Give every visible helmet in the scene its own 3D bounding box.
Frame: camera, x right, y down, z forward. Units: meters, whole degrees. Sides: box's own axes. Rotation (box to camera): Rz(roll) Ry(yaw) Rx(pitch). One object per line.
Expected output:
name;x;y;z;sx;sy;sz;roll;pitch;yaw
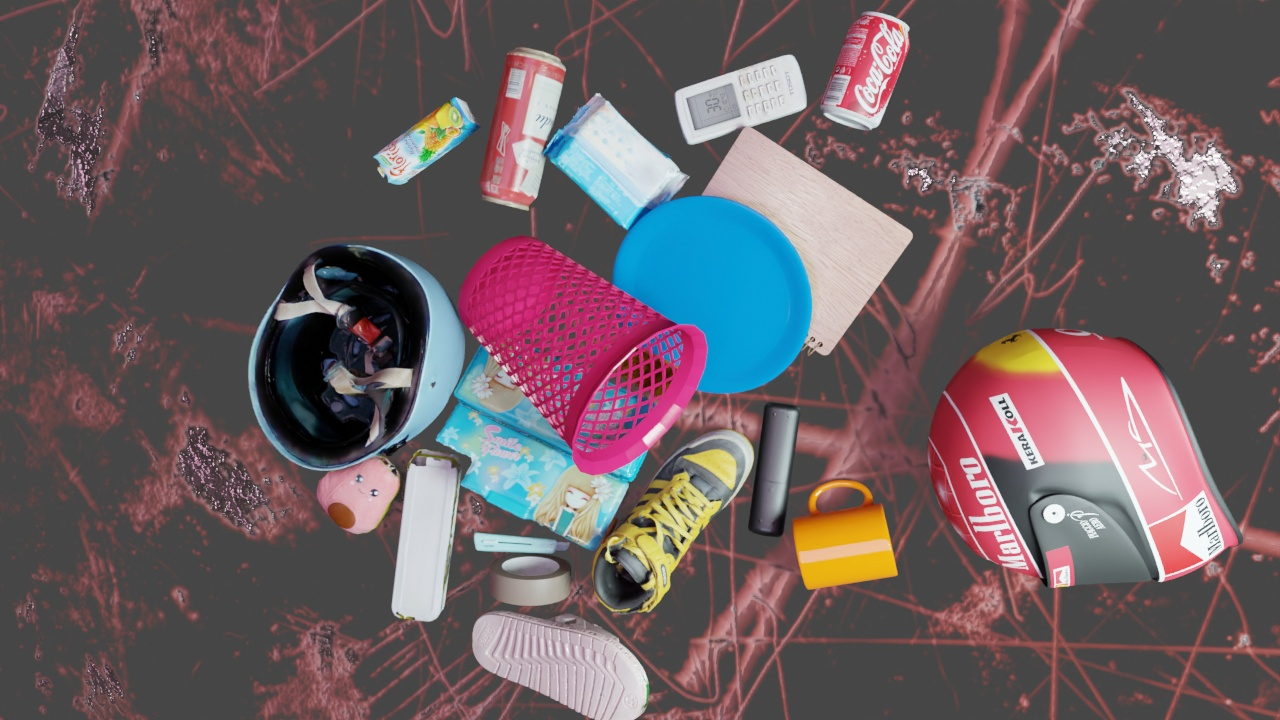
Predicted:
helmet;-0.308;0.003;1.034;0.266;0.166;0.225;-42;75;15
helmet;0.398;0.104;0.878;0.225;0.197;0.271;-26;98;13

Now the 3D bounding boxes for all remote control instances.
remote control;0.149;0.123;1.024;0.041;0.020;0.152;8;96;10
remote control;0.107;-0.280;0.989;0.139;0.025;0.060;-15;92;13

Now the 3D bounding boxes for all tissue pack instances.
tissue pack;-0.027;-0.215;1.007;0.144;0.061;0.093;43;102;2

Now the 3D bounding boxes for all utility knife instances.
utility knife;-0.142;0.221;1.101;0.120;0.015;0.022;1;71;10

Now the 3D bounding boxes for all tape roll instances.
tape roll;-0.127;0.252;1.060;0.094;0.093;0.030;4;96;12

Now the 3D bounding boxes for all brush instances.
brush;-0.006;0.006;1.041;0.126;0.017;0.048;28;119;10

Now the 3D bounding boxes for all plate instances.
plate;0.077;-0.070;0.995;0.224;0.024;0.225;10;117;20

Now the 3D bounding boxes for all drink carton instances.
drink carton;-0.248;-0.252;1.063;0.129;0.038;0.044;-31;88;14

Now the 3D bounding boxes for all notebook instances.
notebook;0.156;-0.123;0.989;0.210;0.022;0.169;35;106;7

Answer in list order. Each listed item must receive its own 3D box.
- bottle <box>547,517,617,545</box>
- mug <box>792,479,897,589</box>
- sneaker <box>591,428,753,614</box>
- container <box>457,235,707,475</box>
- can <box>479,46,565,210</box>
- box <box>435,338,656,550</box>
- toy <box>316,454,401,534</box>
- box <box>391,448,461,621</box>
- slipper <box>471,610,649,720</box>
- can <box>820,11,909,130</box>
bottle;-0.081;0.171;1.056;0.109;0.063;0.063;29;101;9
mug;0.218;0.184;0.993;0.096;0.077;0.112;-13;65;13
sneaker;0.030;0.178;1.004;0.086;0.122;0.239;38;103;5
container;-0.075;-0.021;0.966;0.226;0.183;0.183;39;103;28
can;-0.133;-0.257;1.023;0.067;0.067;0.170;16;99;10
box;-0.111;0.088;1.036;0.227;0.039;0.181;24;74;9
toy;-0.339;0.157;1.118;0.110;0.051;0.090;-44;87;12
box;-0.260;0.213;1.120;0.066;0.044;0.210;8;97;-1
slipper;-0.089;0.347;1.079;0.240;0.064;0.094;8;95;29
can;0.231;-0.296;0.940;0.064;0.064;0.105;22;100;9
